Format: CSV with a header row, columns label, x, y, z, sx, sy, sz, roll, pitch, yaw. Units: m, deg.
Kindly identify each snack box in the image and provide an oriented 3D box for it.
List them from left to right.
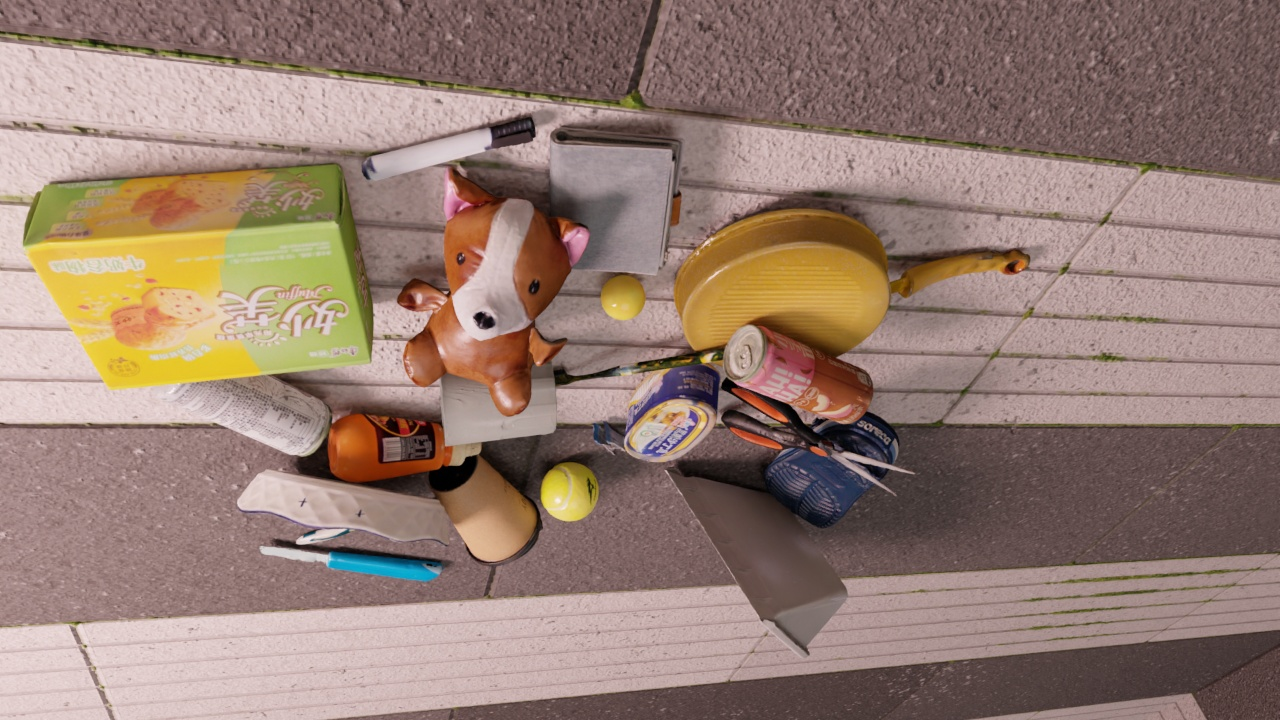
label,x,y,z,sx,sy,sz,roll,pitch,yaw
snack box,-0.320,-0.061,0.697,0.210,0.070,0.158,-6,141,-9

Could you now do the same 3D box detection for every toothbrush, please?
label,x,y,z,sx,sy,sz,roll,pitch,yaw
toothbrush,-0.302,0.185,1.046,0.191,0.018,0.016,-16,142,3
toothbrush,-0.005,0.005,0.881,0.186,0.012,0.017,-9,136,19

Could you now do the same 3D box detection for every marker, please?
label,x,y,z,sx,sy,sz,roll,pitch,yaw
marker,-0.141,-0.155,0.674,0.131,0.022,0.018,-15,131,0

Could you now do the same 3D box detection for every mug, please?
label,x,y,z,sx,sy,sz,roll,pitch,yaw
mug,-0.139,0.038,0.878,0.103,0.083,0.124,-5,168,-13

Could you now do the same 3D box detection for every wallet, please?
label,x,y,z,sx,sy,sz,roll,pitch,yaw
wallet,-0.020,-0.126,0.735,0.106,0.036,0.130,3,139,-4

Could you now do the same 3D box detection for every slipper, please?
label,x,y,z,sx,sy,sz,roll,pitch,yaw
slipper,0.224,0.112,1.061,0.095,0.105,0.253,-49,171,-26

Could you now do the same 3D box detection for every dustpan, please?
label,x,y,z,sx,sy,sz,roll,pitch,yaw
dustpan,0.131,0.265,1.120,0.257,0.222,0.143,11,125,-43

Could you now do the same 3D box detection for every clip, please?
label,x,y,z,sx,sy,sz,roll,pitch,yaw
clip,-0.032,0.086,1.001,0.036,0.025,0.058,-18,147,16

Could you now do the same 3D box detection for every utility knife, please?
label,x,y,z,sx,sy,sz,roll,pitch,yaw
utility knife,-0.345,0.242,1.101,0.223,0.018,0.034,17,134,-35

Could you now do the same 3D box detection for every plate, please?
label,x,y,z,sx,sy,sz,roll,pitch,yaw
plate,-0.288,0.144,0.907,0.205,0.045,0.205,11,170,2

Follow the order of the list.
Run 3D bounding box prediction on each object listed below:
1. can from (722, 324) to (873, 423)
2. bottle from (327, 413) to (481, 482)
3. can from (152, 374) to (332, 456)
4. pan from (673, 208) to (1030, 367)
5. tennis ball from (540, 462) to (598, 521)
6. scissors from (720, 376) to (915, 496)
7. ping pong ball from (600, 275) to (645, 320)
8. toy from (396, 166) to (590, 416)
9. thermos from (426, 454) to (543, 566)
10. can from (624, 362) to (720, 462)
label,x,y,z,sx,sy,sz,roll,pitch,yaw
can,0.149,0.014,0.857,0.147,0.057,0.058,20,131,-31
bottle,-0.231,0.086,0.916,0.149,0.066,0.067,1,140,-29
can,-0.350,0.035,0.815,0.058,0.058,0.146,-31,139,21
pan,0.208,-0.071,0.863,0.357,0.078,0.198,0,145,-8
tennis ball,-0.079,0.147,1.028,0.065,0.065,0.066,-8,141,-7
scissors,0.167,0.076,0.948,0.221,0.021,0.233,39,161,-27
ping pong ball,-0.015,-0.056,0.817,0.040,0.040,0.040,-8,141,-7
toy,-0.122,-0.050,0.740,0.140,0.130,0.200,19,125,-11
thermos,-0.172,0.158,1.003,0.093,0.093,0.143,-20,133,7
can,0.030,0.053,0.930,0.074,0.049,0.148,16,148,-15
